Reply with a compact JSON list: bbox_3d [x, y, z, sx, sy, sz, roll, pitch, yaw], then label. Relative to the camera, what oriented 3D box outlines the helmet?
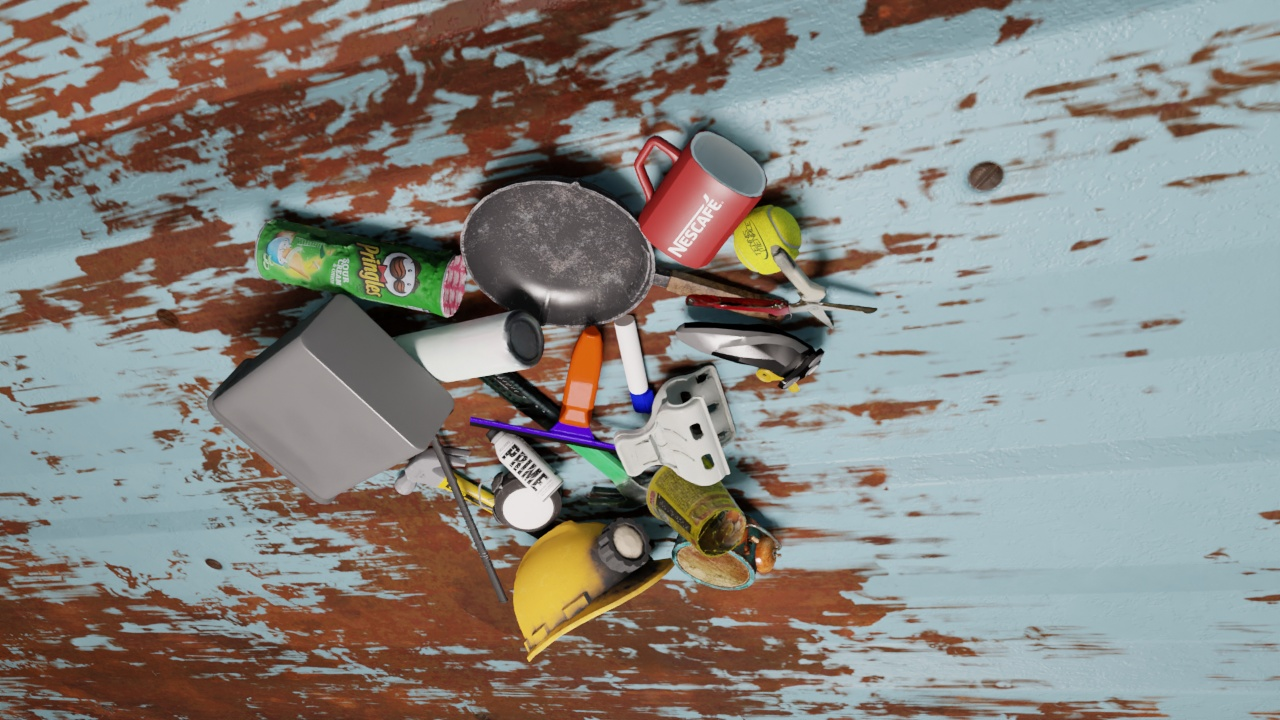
[{"bbox_3d":[-0.087,0.285,1.229,0.131,0.204,0.256,56,132,10],"label":"helmet"}]

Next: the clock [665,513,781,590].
[{"bbox_3d":[0.117,0.238,1.208,0.121,0.073,0.158,41,140,-20],"label":"clock"}]

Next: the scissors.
[{"bbox_3d":[0.145,-0.068,0.906,0.199,0.015,0.179,2,159,0],"label":"scissors"}]

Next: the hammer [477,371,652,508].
[{"bbox_3d":[-0.102,0.085,1.161,0.318,0.032,0.131,41,129,-20],"label":"hammer"}]

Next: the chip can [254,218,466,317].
[{"bbox_3d":[-0.311,-0.104,1.018,0.223,0.075,0.076,12,133,5],"label":"chip can"}]

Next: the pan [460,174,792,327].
[{"bbox_3d":[-0.010,-0.097,0.967,0.357,0.040,0.208,13,139,-8],"label":"pan"}]

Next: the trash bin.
[{"bbox_3d":[-0.358,0.051,1.062,0.220,0.097,0.192,-26,116,38],"label":"trash bin"}]

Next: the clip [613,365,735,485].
[{"bbox_3d":[0.047,0.091,1.062,0.150,0.110,0.127,-32,125,-16],"label":"clip"}]

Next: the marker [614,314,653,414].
[{"bbox_3d":[-0.006,0.006,1.067,0.027,0.023,0.133,25,142,36],"label":"marker"}]

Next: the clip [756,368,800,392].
[{"bbox_3d":[0.155,0.013,1.030,0.048,0.046,0.054,-32,121,7],"label":"clip"}]

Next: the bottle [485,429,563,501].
[{"bbox_3d":[-0.154,0.130,1.193,0.116,0.041,0.041,44,130,3],"label":"bottle"}]

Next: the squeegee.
[{"bbox_3d":[-0.069,0.030,1.070,0.249,0.055,0.185,11,136,-3],"label":"squeegee"}]

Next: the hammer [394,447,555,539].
[{"bbox_3d":[-0.183,0.219,1.306,0.323,0.029,0.127,32,131,-15],"label":"hammer"}]

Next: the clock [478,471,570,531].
[{"bbox_3d":[-0.157,0.190,1.238,0.122,0.043,0.091,-1,117,-6],"label":"clock"}]

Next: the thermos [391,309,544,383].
[{"bbox_3d":[-0.215,-0.009,1.055,0.231,0.067,0.068,-10,128,35],"label":"thermos"}]

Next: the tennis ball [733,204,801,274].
[{"bbox_3d":[0.124,-0.118,0.894,0.065,0.065,0.065,8,132,8],"label":"tennis ball"}]

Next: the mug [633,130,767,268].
[{"bbox_3d":[0.045,-0.160,0.870,0.116,0.080,0.097,33,131,-6],"label":"mug"}]

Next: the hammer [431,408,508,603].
[{"bbox_3d":[-0.248,0.199,1.250,0.095,0.015,0.325,-11,112,19],"label":"hammer"}]

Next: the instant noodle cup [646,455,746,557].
[{"bbox_3d":[0.074,0.181,1.124,0.102,0.108,0.102,-12,120,-22],"label":"instant noodle cup"}]

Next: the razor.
[{"bbox_3d":[0.114,-0.015,0.980,0.156,0.060,0.057,22,164,10],"label":"razor"}]
